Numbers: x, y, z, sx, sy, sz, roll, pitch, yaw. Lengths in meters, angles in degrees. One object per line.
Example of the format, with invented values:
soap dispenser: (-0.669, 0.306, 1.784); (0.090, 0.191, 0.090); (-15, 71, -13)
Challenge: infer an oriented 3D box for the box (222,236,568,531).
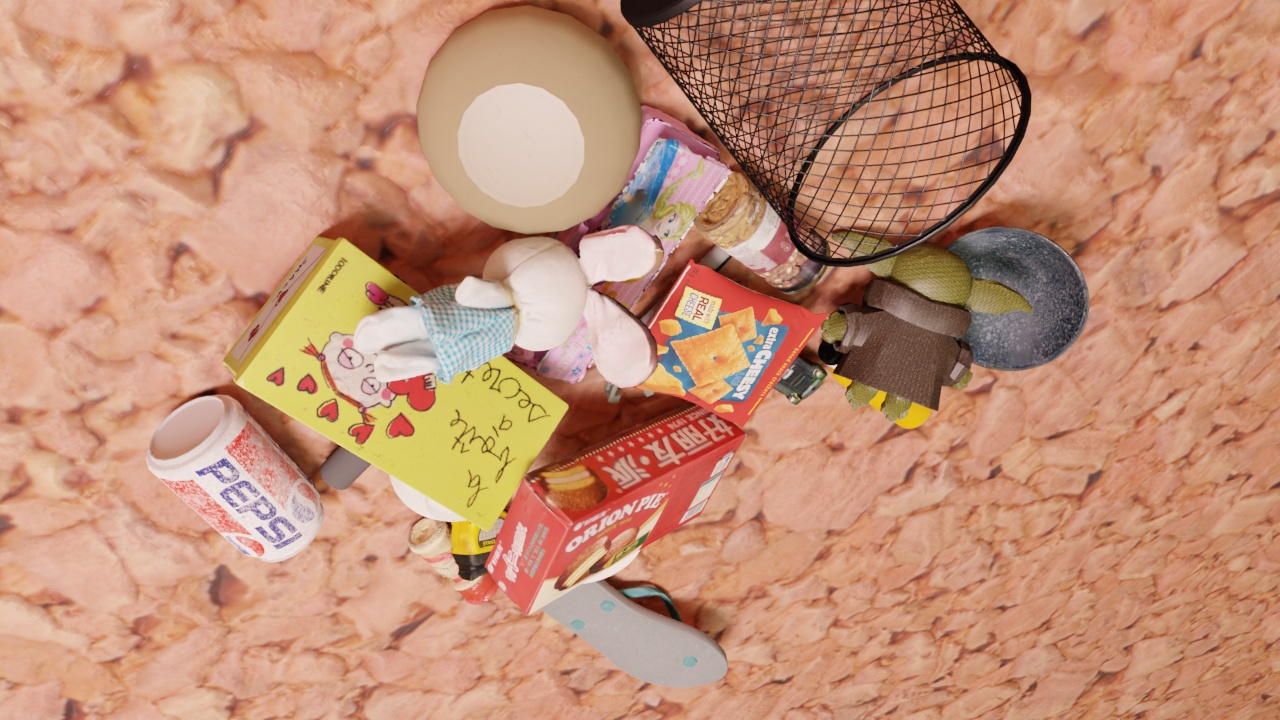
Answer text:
box: (-0.173, 0.020, 0.676); (0.221, 0.081, 0.124); (42, 77, -30)

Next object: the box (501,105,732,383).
box: (-0.023, -0.076, 0.706); (0.084, 0.053, 0.231); (22, 118, -31)

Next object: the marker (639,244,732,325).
marker: (0.021, -0.045, 0.755); (0.140, 0.016, 0.016); (-44, 129, 5)

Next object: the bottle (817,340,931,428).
bottle: (0.222, 0.018, 0.872); (0.143, 0.043, 0.043); (31, 113, -35)

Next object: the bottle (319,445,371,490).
bottle: (-0.222, 0.063, 0.769); (0.113, 0.030, 0.030); (-43, 128, 17)

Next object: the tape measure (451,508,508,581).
tape measure: (-0.148, 0.165, 0.859); (0.065, 0.037, 0.064); (-16, 99, -52)

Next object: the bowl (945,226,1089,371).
bowl: (0.329, -0.063, 0.819); (0.137, 0.057, 0.137); (16, 125, 25)

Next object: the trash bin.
trash bin: (0.109, -0.195, 0.579); (0.184, 0.184, 0.210); (-41, 123, 16)

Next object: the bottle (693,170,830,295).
bottle: (0.097, -0.099, 0.726); (0.105, 0.056, 0.056); (29, 114, -34)

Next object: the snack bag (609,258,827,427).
snack bag: (0.065, -0.011, 0.773); (0.144, 0.039, 0.131); (19, 119, -29)

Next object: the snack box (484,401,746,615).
snack box: (-0.015, 0.118, 0.788); (0.235, 0.060, 0.113); (-20, 144, -47)

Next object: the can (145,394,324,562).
can: (-0.319, 0.096, 0.733); (0.078, 0.078, 0.136); (-24, 131, 1)

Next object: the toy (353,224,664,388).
toy: (-0.095, -0.033, 0.636); (0.205, 0.105, 0.131); (-15, 127, -20)

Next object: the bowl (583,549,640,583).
bowl: (-0.055, 0.169, 0.904); (0.110, 0.040, 0.110); (-9, 130, -11)

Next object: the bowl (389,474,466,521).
bowl: (-0.161, 0.097, 0.797); (0.113, 0.063, 0.114); (-9, 131, -11)

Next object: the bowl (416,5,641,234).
bowl: (-0.075, -0.148, 0.604); (0.152, 0.050, 0.152); (1, 122, 1)

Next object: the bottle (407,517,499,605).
bottle: (-0.178, 0.192, 0.882); (0.044, 0.044, 0.109); (-28, 130, 5)

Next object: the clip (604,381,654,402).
clip: (-0.011, 0.003, 0.797); (0.059, 0.023, 0.076); (-11, 133, -12)

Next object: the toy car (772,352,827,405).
toy car: (0.131, 0.007, 0.837); (0.091, 0.036, 0.042); (29, 114, -33)

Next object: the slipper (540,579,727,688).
slipper: (-0.016, 0.289, 1.019); (0.268, 0.054, 0.098); (36, 114, -25)

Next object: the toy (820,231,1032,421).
toy: (0.229, -0.026, 0.789); (0.179, 0.078, 0.153); (20, 94, -3)
